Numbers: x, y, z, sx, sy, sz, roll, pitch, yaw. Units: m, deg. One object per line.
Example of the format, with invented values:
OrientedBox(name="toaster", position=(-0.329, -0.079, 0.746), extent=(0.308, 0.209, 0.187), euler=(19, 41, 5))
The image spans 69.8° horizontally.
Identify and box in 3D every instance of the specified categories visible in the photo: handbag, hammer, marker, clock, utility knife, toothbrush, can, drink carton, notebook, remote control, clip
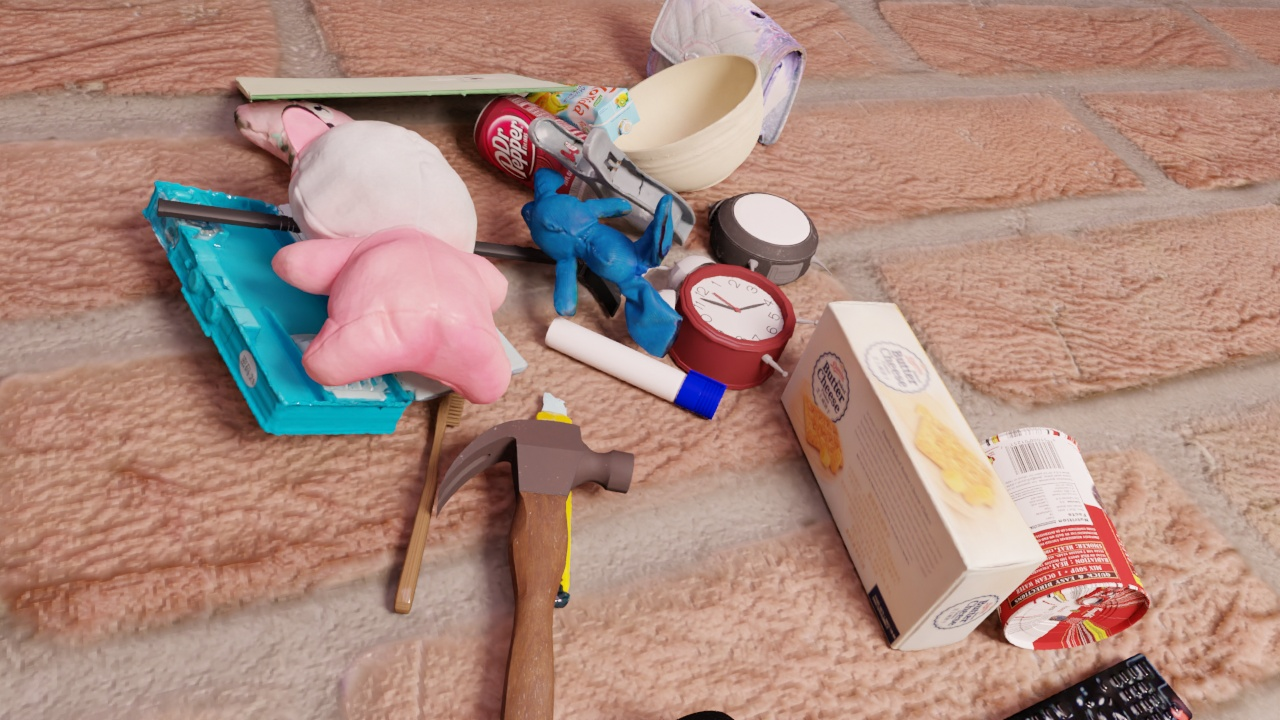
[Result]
OrientedBox(name="handbag", position=(0.078, -0.292, 0.894), extent=(0.069, 0.127, 0.158), euler=(-24, 60, -30))
OrientedBox(name="hammer", position=(-0.060, 0.169, 0.478), extent=(0.115, 0.033, 0.322), euler=(7, 51, -10))
OrientedBox(name="marker", position=(-0.004, 0.004, 0.665), extent=(0.133, 0.023, 0.027), euler=(24, 49, 6))
OrientedBox(name="clock", position=(0.058, -0.032, 0.700), extent=(0.137, 0.048, 0.096), euler=(30, 47, 10))
OrientedBox(name="utility knife", position=(-0.058, 0.084, 0.583), extent=(0.030, 0.017, 0.162), euler=(14, 42, -18))
OrientedBox(name="toothbrush", position=(-0.128, 0.079, 0.564), extent=(0.016, 0.016, 0.166), euler=(10, 46, -7))
OrientedBox(name="can", position=(0.262, 0.115, 0.597), extent=(0.086, 0.087, 0.116), euler=(6, 47, -12))
OrientedBox(name="drink carton", position=(-0.055, -0.220, 0.808), extent=(0.044, 0.038, 0.129), euler=(-44, 40, -20))
OrientedBox(name="notebook", position=(-0.202, -0.232, 0.777), extent=(0.252, 0.010, 0.182), euler=(-9, 23, -24))
OrientedBox(name="can", position=(-0.082, -0.177, 0.782), extent=(0.114, 0.063, 0.063), euler=(33, 48, 15))
OrientedBox(name="clock", position=(0.106, -0.112, 0.792), extent=(0.091, 0.044, 0.122), euler=(-7, 50, -22))
OrientedBox(name="remote control", position=(0.264, 0.220, 0.547), extent=(0.150, 0.022, 0.047), euler=(-10, 51, -27))
OrientedBox(name="hammer", position=(-0.162, -0.081, 0.654), extent=(0.324, 0.015, 0.095), euler=(4, 45, -30))
OrientedBox(name="clip", position=(-0.003, -0.133, 0.710), extent=(0.108, 0.028, 0.163), euler=(21, -7, 45))

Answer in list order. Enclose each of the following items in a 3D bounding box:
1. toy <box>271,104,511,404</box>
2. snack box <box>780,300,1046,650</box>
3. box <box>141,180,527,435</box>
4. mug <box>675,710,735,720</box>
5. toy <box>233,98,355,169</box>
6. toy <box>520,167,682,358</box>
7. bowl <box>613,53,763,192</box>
OrientedBox(name="toy", position=(-0.151, -0.072, 0.574), extent=(0.141, 0.084, 0.213), euler=(9, 45, -33))
OrientedBox(name="snack box", position=(0.166, 0.069, 0.599), extent=(0.057, 0.104, 0.207), euler=(-3, 49, -19))
OrientedBox(name="box", position=(-0.209, -0.042, 0.626), extent=(0.184, 0.056, 0.227), euler=(-7, 45, -45))
OrientedBox(name="mug", position=(0.026, 0.232, 0.433), extent=(0.119, 0.085, 0.100), euler=(-29, 43, -2))
OrientedBox(name="toy", position=(-0.264, -0.182, 0.744), extent=(0.099, 0.053, 0.095), euler=(36, 36, 18))
OrientedBox(name="toy", position=(-0.031, -0.091, 0.662), extent=(0.176, 0.113, 0.070), euler=(40, 26, 28))
OrientedBox(name="bowl", position=(0.045, -0.200, 0.818), extent=(0.151, 0.075, 0.150), euler=(-18, 38, 15))
